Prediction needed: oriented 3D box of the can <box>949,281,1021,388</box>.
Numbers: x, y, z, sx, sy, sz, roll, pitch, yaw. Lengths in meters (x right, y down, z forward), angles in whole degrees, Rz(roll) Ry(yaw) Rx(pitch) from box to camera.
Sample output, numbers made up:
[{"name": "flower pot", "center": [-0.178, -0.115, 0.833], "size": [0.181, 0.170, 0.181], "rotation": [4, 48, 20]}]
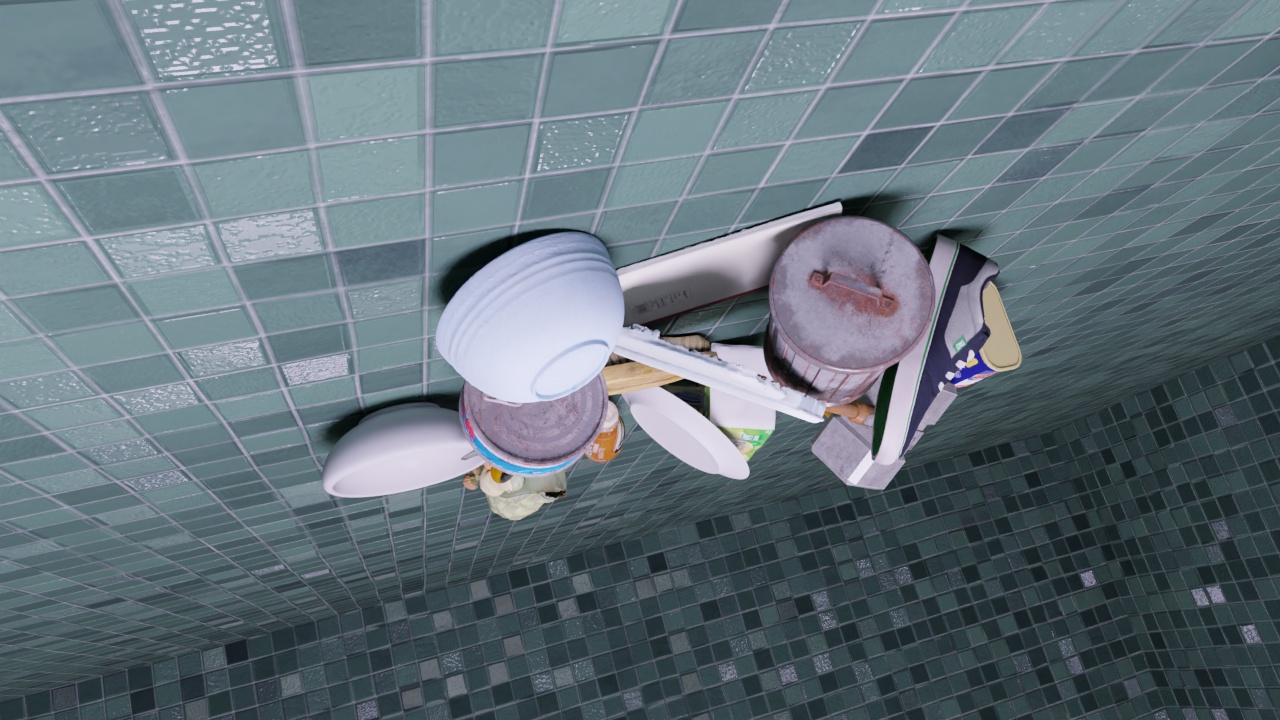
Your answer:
[{"name": "can", "center": [0.397, -0.029, 1.121], "size": [0.056, 0.116, 0.092], "rotation": [-9, 165, -25]}]

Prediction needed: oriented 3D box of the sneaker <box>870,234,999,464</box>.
[{"name": "sneaker", "center": [0.283, -0.004, 0.872], "size": [0.079, 0.235, 0.084], "rotation": [21, 165, 6]}]

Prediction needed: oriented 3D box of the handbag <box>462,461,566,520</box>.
[{"name": "handbag", "center": [-0.164, 0.138, 1.150], "size": [0.116, 0.113, 0.187], "rotation": [3, 157, -32]}]

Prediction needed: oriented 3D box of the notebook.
[{"name": "notebook", "center": [0.074, -0.079, 0.826], "size": [0.209, 0.012, 0.153], "rotation": [-17, 165, 4]}]

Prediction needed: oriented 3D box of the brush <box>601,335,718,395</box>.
[{"name": "brush", "center": [-0.006, 0.006, 0.972], "size": [0.195, 0.043, 0.059], "rotation": [-10, 164, -25]}]

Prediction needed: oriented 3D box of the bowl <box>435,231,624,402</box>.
[{"name": "bowl", "center": [-0.070, -0.018, 0.695], "size": [0.150, 0.074, 0.151], "rotation": [-30, 158, -14]}]

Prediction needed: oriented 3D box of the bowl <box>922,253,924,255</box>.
[{"name": "bowl", "center": [0.281, -0.042, 0.988], "size": [0.151, 0.077, 0.151], "rotation": [-12, 152, -6]}]

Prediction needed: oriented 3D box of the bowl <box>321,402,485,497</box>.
[{"name": "bowl", "center": [-0.248, 0.088, 0.969], "size": [0.176, 0.066, 0.177], "rotation": [-15, 164, -5]}]

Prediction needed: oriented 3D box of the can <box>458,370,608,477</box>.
[{"name": "can", "center": [-0.097, 0.038, 0.833], "size": [0.129, 0.130, 0.044], "rotation": [-10, 163, -20]}]

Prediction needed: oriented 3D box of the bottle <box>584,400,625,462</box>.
[{"name": "bottle", "center": [-0.048, 0.086, 1.173], "size": [0.059, 0.059, 0.167], "rotation": [-14, 164, -8]}]

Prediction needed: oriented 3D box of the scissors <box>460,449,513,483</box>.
[{"name": "scissors", "center": [-0.116, 0.068, 0.980], "size": [0.216, 0.016, 0.226], "rotation": [-41, 167, -20]}]

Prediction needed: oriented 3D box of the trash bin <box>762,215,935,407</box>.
[{"name": "trash bin", "center": [0.175, -0.036, 0.813], "size": [0.131, 0.130, 0.211], "rotation": [-16, 167, 1]}]

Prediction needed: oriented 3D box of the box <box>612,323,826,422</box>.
[{"name": "box", "center": [0.047, 0.005, 0.820], "size": [0.209, 0.037, 0.188], "rotation": [19, -179, 32]}]

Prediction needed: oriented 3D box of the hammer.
[{"name": "hammer", "center": [0.217, 0.050, 1.035], "size": [0.317, 0.083, 0.163], "rotation": [15, 115, -46]}]

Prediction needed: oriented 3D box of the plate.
[{"name": "plate", "center": [0.044, 0.087, 1.081], "size": [0.016, 0.188, 0.189], "rotation": [-52, 173, -17]}]

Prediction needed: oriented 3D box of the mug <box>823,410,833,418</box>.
[{"name": "mug", "center": [0.273, 0.024, 1.232], "size": [0.124, 0.100, 0.094], "rotation": [23, 169, 14]}]

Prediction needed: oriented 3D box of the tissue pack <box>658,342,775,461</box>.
[{"name": "tissue pack", "center": [0.077, 0.054, 1.117], "size": [0.141, 0.120, 0.198], "rotation": [4, 156, -2]}]
